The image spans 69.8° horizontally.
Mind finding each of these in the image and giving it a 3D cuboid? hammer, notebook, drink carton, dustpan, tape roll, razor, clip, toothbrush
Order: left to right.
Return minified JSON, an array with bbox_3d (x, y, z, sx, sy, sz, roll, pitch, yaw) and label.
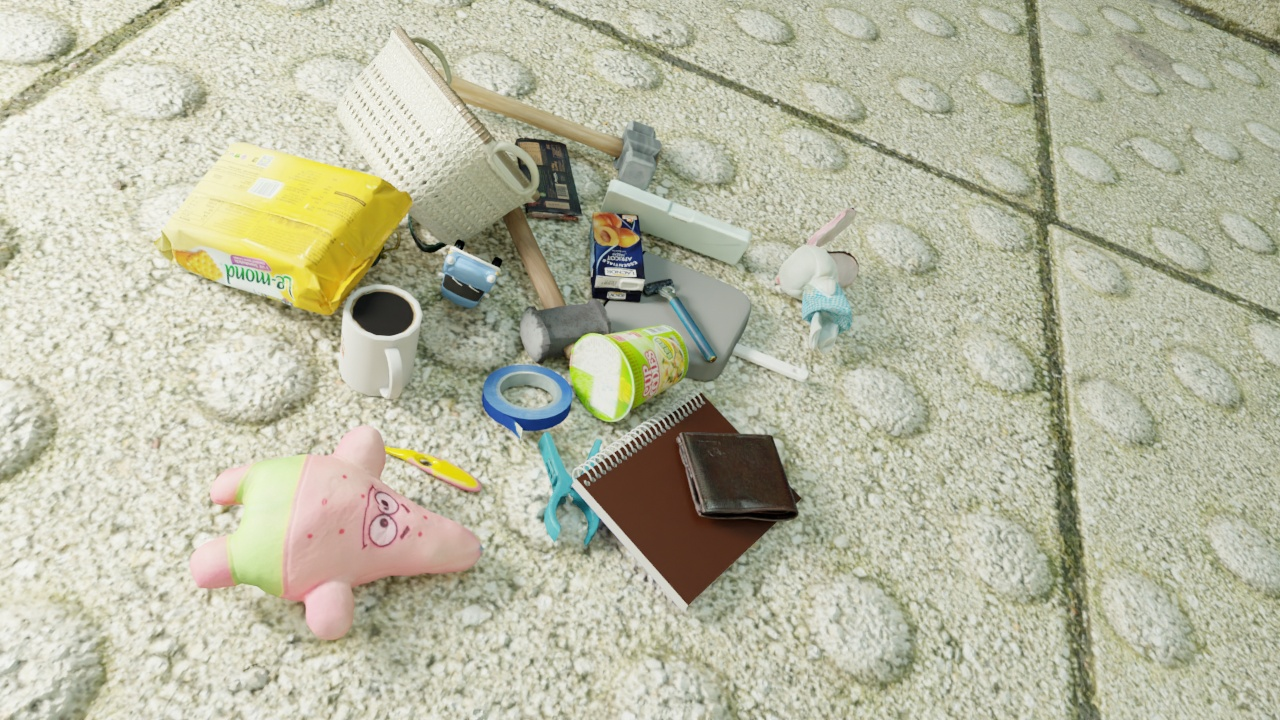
[{"bbox_3d":[-0.218,0.098,0.899,0.135,0.016,0.021,23,42,-1],"label":"toothbrush"},{"bbox_3d":[-0.120,0.039,0.975,0.092,0.016,0.091,-25,51,-39],"label":"tape roll"},{"bbox_3d":[-0.135,-0.135,1.099,0.097,0.052,0.328,-10,58,-29],"label":"hammer"},{"bbox_3d":[-0.127,-0.327,1.260,0.322,0.051,0.117,17,38,-13],"label":"hammer"},{"bbox_3d":[-0.055,0.132,0.929,0.113,0.028,0.126,14,46,-7],"label":"clip"},{"bbox_3d":[-0.031,-0.130,1.146,0.064,0.040,0.129,3,45,-8],"label":"drink carton"},{"bbox_3d":[0.052,-0.051,1.098,0.042,0.022,0.144,-16,51,-24],"label":"razor"},{"bbox_3d":[0.051,0.133,0.952,0.171,0.022,0.208,47,46,13],"label":"notebook"},{"bbox_3d":[0.087,-0.036,1.130,0.258,0.033,0.162,22,45,11],"label":"dustpan"}]

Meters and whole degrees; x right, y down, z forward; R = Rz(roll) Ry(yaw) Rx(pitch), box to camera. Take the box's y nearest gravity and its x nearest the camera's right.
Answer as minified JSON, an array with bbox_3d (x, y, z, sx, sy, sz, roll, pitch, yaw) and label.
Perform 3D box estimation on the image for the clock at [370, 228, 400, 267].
[{"bbox_3d":[-0.338,-0.147,1.041,0.129,0.052,0.090,1,50,-20],"label":"clock"}]

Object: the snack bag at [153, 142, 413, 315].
[{"bbox_3d":[-0.368,-0.145,0.948,0.247,0.068,0.159,16,60,20],"label":"snack bag"}]

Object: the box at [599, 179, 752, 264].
[{"bbox_3d":[0.047,-0.192,1.222,0.197,0.075,0.125,20,27,-6],"label":"box"}]

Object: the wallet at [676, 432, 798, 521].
[{"bbox_3d":[0.103,0.119,0.960,0.119,0.031,0.099,6,49,-25],"label":"wallet"}]

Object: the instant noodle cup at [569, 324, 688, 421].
[{"bbox_3d":[-0.006,0.006,1.015,0.107,0.099,0.099,-19,59,-42],"label":"instant noodle cup"}]

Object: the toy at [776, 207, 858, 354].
[{"bbox_3d":[0.230,-0.090,1.207,0.106,0.131,0.204,0,52,20],"label":"toy"}]

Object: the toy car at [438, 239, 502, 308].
[{"bbox_3d":[-0.189,-0.090,1.000,0.056,0.153,0.054,25,82,-12],"label":"toy car"}]

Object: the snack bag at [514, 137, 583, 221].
[{"bbox_3d":[-0.125,-0.246,1.235,0.074,0.018,0.155,2,49,-20],"label":"snack bag"}]

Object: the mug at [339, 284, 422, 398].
[{"bbox_3d":[-0.259,-0.009,0.925,0.073,0.090,0.105,-8,54,-27],"label":"mug"}]

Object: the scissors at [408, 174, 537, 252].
[{"bbox_3d":[-0.239,-0.199,1.148,0.201,0.015,0.203,11,49,-2],"label":"scissors"}]

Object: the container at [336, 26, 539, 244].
[{"bbox_3d":[-0.235,-0.254,1.060,0.143,0.184,0.246,-40,58,3],"label":"container"}]

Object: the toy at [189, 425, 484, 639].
[{"bbox_3d":[-0.251,0.149,0.792,0.236,0.097,0.191,13,55,-21],"label":"toy"}]
